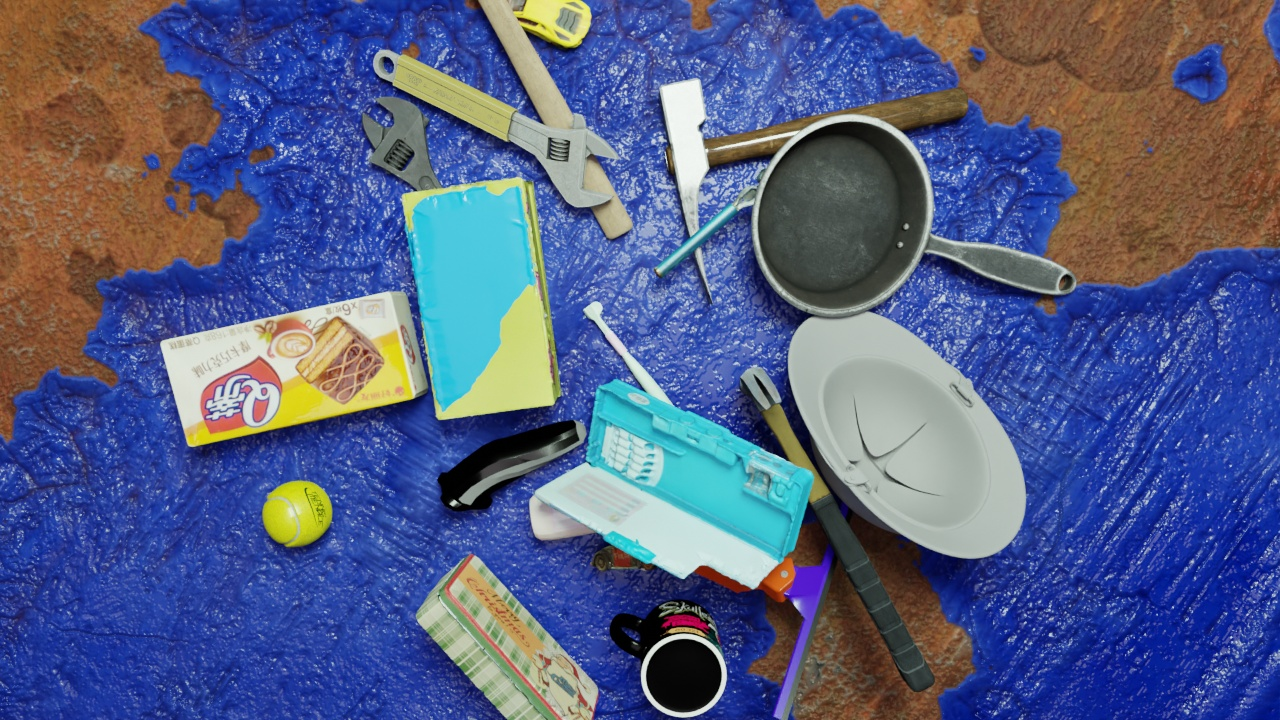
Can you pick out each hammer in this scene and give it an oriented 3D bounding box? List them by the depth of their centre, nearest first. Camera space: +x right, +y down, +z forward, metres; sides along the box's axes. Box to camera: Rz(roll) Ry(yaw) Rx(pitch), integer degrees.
[{"bbox_3d":[0.182,0.153,0.864,0.025,0.118,0.333,-28,83,1],"label":"hammer"},{"bbox_3d":[-0.101,-0.267,0.890,0.120,0.030,0.331,-24,100,25],"label":"hammer"},{"bbox_3d":[0.180,-0.188,0.909,0.300,0.037,0.217,-11,95,0],"label":"hammer"}]

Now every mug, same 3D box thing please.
[{"bbox_3d":[0.024,0.287,0.915,0.118,0.098,0.082,24,94,-2],"label":"mug"}]

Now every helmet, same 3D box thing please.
[{"bbox_3d":[0.235,0.085,0.896,0.183,0.118,0.271,-32,74,-27],"label":"helmet"}]

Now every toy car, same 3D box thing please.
[{"bbox_3d":[-0.100,-0.343,0.899,0.107,0.030,0.049,21,95,0],"label":"toy car"},{"bbox_3d":[0.000,0.185,0.911,0.112,0.047,0.047,-12,77,41],"label":"toy car"}]

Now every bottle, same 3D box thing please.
[{"bbox_3d":[-0.037,0.147,0.928,0.146,0.051,0.051,-10,94,0],"label":"bottle"}]

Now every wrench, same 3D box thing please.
[{"bbox_3d":[-0.142,-0.233,0.896,0.273,0.018,0.084,26,117,6],"label":"wrench"},{"bbox_3d":[-0.191,-0.143,0.922,0.073,0.018,0.273,-33,95,3],"label":"wrench"}]

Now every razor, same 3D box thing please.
[{"bbox_3d":[0.071,-0.128,0.884,0.144,0.022,0.042,-38,130,5],"label":"razor"},{"bbox_3d":[-0.128,0.100,0.926,0.156,0.057,0.060,-33,126,3],"label":"razor"}]

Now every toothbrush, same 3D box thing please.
[{"bbox_3d":[-0.006,0.005,0.934,0.022,0.015,0.155,-35,95,33],"label":"toothbrush"}]

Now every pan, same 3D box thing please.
[{"bbox_3d":[0.268,-0.118,0.891,0.356,0.055,0.187,12,101,-19],"label":"pan"}]

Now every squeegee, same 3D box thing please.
[{"bbox_3d":[0.092,0.202,0.909,0.185,0.055,0.248,11,55,24],"label":"squeegee"}]

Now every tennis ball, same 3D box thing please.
[{"bbox_3d":[-0.344,0.154,0.921,0.065,0.065,0.065,0,94,0],"label":"tennis ball"}]

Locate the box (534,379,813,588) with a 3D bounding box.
[{"bbox_3d":[0.025,0.116,0.838,0.227,0.121,0.098,25,122,27],"label":"box"}]

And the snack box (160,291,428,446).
[{"bbox_3d":[-0.339,0.008,0.911,0.230,0.061,0.110,-12,95,0],"label":"snack box"}]

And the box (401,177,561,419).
[{"bbox_3d":[-0.150,-0.061,0.888,0.124,0.081,0.221,-9,95,0],"label":"box"}]

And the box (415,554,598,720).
[{"bbox_3d":[-0.127,0.293,0.908,0.049,0.117,0.205,-42,92,5],"label":"box"}]
